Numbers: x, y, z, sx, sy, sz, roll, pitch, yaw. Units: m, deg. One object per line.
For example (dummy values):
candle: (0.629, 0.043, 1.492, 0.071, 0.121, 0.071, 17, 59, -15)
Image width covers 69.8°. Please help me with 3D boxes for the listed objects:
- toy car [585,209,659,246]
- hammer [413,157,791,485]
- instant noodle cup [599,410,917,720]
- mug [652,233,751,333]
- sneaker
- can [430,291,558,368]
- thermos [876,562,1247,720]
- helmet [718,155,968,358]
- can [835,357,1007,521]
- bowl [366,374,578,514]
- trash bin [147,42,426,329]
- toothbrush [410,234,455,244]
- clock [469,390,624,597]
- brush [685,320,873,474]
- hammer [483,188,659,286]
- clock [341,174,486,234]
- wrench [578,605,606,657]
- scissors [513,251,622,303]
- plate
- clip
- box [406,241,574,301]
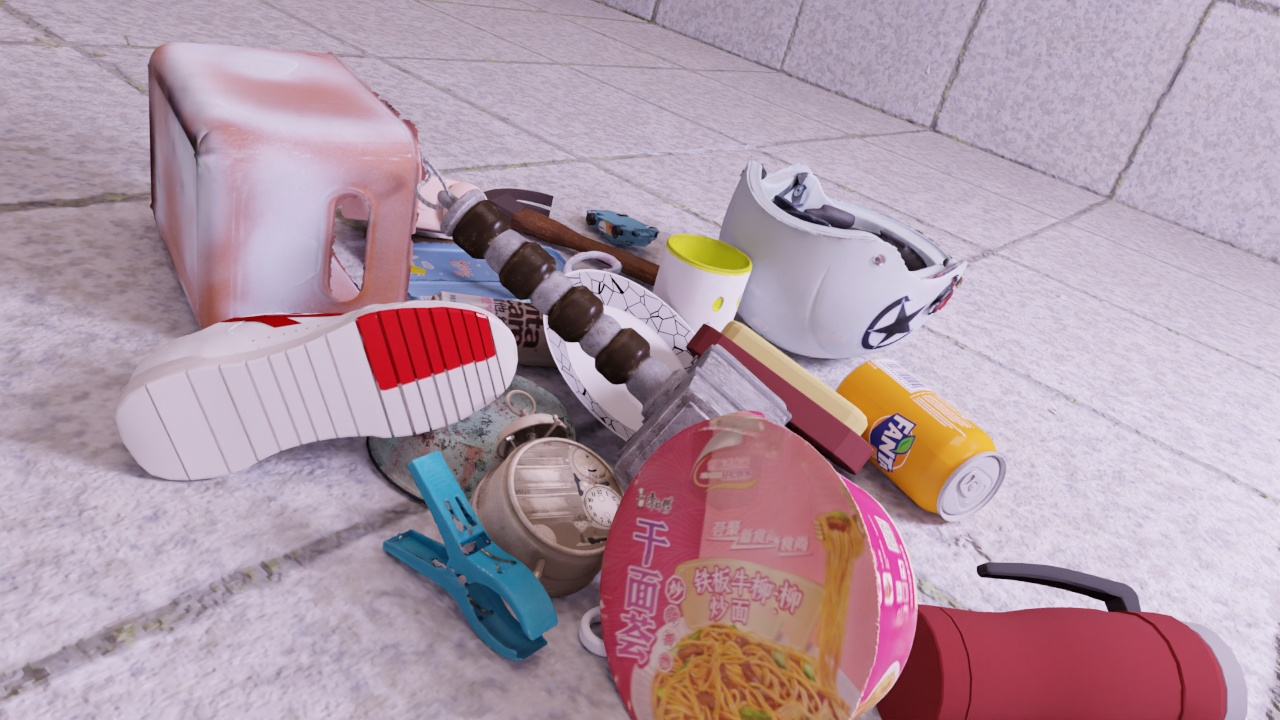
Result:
toy car: (-0.025, -0.157, 1.109, 0.060, 0.027, 0.108, -4, 23, -35)
hammer: (-0.038, -0.026, 0.636, 0.326, 0.080, 0.176, 42, 15, 1)
instant noodle cup: (0.066, 0.122, 0.482, 0.077, 0.179, 0.178, 14, 22, -44)
mug: (0.051, -0.055, 0.866, 0.082, 0.106, 0.082, 13, 26, -7)
sneaker: (-0.205, -0.001, 0.599, 0.236, 0.090, 0.104, -16, 32, -13)
can: (-0.109, -0.024, 0.773, 0.135, 0.054, 0.054, 7, 28, -19)
thermos: (0.243, 0.176, 0.541, 0.198, 0.084, 0.108, 7, 65, -14)
helmet: (0.196, -0.089, 0.954, 0.263, 0.164, 0.236, -4, 37, -48)
can: (0.229, 0.064, 0.770, 0.079, 0.079, 0.142, -1, 31, -31)
bowl: (-0.110, 0.048, 0.650, 0.157, 0.039, 0.157, 13, 27, -7)
trash bin: (-0.303, -0.143, 0.755, 0.157, 0.182, 0.260, -7, 35, -35)
toothbrush: (-0.189, -0.120, 0.958, 0.166, 0.016, 0.016, 1, 27, -32)
clock: (-0.057, 0.074, 0.564, 0.092, 0.055, 0.140, 4, 52, -37)
brush: (0.118, 0.024, 0.754, 0.173, 0.042, 0.082, 37, -1, 12)
hammer: (-0.042, -0.121, 1.028, 0.323, 0.033, 0.115, 24, 29, 14)
clock: (-0.226, -0.168, 0.914, 0.131, 0.086, 0.160, 6, 12, -23)
wrench: (0.072, 0.140, 0.604, 0.272, 0.018, 0.066, -10, 37, -40)
scissors: (-0.066, -0.068, 0.888, 0.170, 0.014, 0.172, 26, 40, 2)
plate: (-0.005, 0.004, 0.757, 0.188, 0.016, 0.188, 28, 38, -25)
clip: (-0.099, 0.123, 0.517, 0.120, 0.104, 0.027, 38, 37, 24)
box: (-0.149, -0.083, 0.907, 0.208, 0.021, 0.125, -3, 31, -35)
